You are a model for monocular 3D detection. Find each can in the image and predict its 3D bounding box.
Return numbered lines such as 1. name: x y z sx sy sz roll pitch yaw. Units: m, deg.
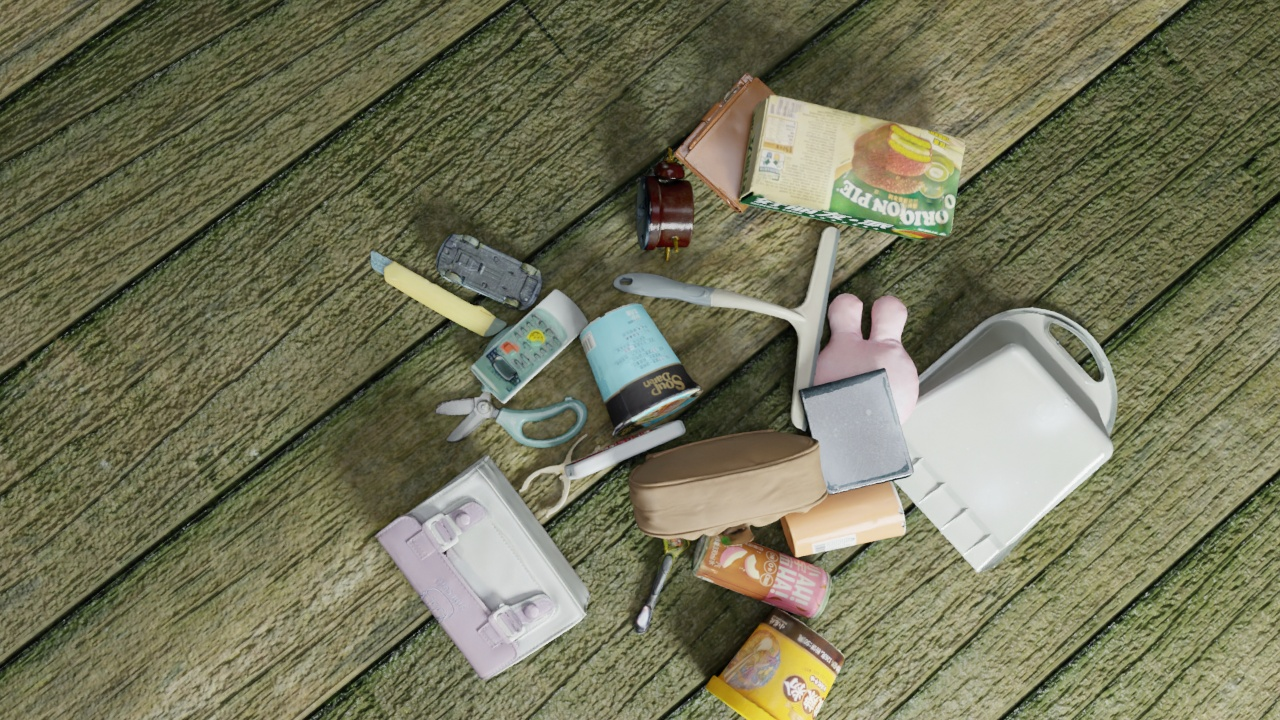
1. can: 0.132 0.235 1.014 0.147 0.058 0.058 21 85 -2

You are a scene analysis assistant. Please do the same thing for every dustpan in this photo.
1. dustpan: 0.426 0.070 1.070 0.258 0.142 0.222 -43 89 23

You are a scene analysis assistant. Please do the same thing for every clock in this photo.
1. clock: 0.027 -0.177 1.026 0.055 0.082 0.122 0 87 -8

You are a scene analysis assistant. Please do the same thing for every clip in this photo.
1. clip: -0.082 0.137 1.021 0.104 0.035 0.089 -25 84 -13

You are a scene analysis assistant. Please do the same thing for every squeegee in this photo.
1. squeegee: 0.090 -0.068 1.033 0.246 0.039 0.246 13 75 3

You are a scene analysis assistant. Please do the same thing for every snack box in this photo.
1. snack box: 0.237 -0.214 1.034 0.240 0.063 0.114 9 89 -10

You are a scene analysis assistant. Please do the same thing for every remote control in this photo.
1. remote control: -0.017 0.096 1.001 0.135 0.056 0.020 -21 87 -20
2. remote control: -0.122 -0.017 1.017 0.135 0.019 0.056 -43 88 -6

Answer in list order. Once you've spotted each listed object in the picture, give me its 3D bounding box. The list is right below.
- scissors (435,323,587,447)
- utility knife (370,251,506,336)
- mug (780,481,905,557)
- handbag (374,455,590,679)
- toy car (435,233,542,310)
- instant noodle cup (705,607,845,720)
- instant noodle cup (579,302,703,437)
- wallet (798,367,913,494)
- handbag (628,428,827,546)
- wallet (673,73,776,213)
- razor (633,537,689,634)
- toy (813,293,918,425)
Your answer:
1. scissors: -0.147 0.024 1.032 0.174 0.019 0.176 -1 87 -3
2. utility knife: -0.232 -0.074 1.033 0.175 0.019 0.031 30 80 -2
3. mug: 0.221 0.174 1.017 0.123 0.078 0.078 -17 87 -1
4. handbag: -0.167 0.221 0.974 0.145 0.098 0.197 -36 93 8
5. toy car: -0.170 -0.099 1.031 0.120 0.037 0.054 24 84 -12
6. instant noodle cup: 0.150 0.339 0.983 0.118 0.119 0.114 38 76 0
7. instant noodle cup: -0.006 0.006 1.004 0.111 0.111 0.120 -26 79 -5
8. wallet: 0.233 0.077 0.991 0.097 0.019 0.121 -15 86 7
9. handbag: 0.090 0.135 0.976 0.204 0.147 0.100 -10 99 -4
10. wallet: 0.119 -0.253 1.063 0.108 0.031 0.131 41 84 -3
11. razor: 0.023 0.238 1.025 0.042 0.022 0.142 23 85 0
12. toy: 0.253 0.003 1.035 0.121 0.054 0.159 6 81 16
